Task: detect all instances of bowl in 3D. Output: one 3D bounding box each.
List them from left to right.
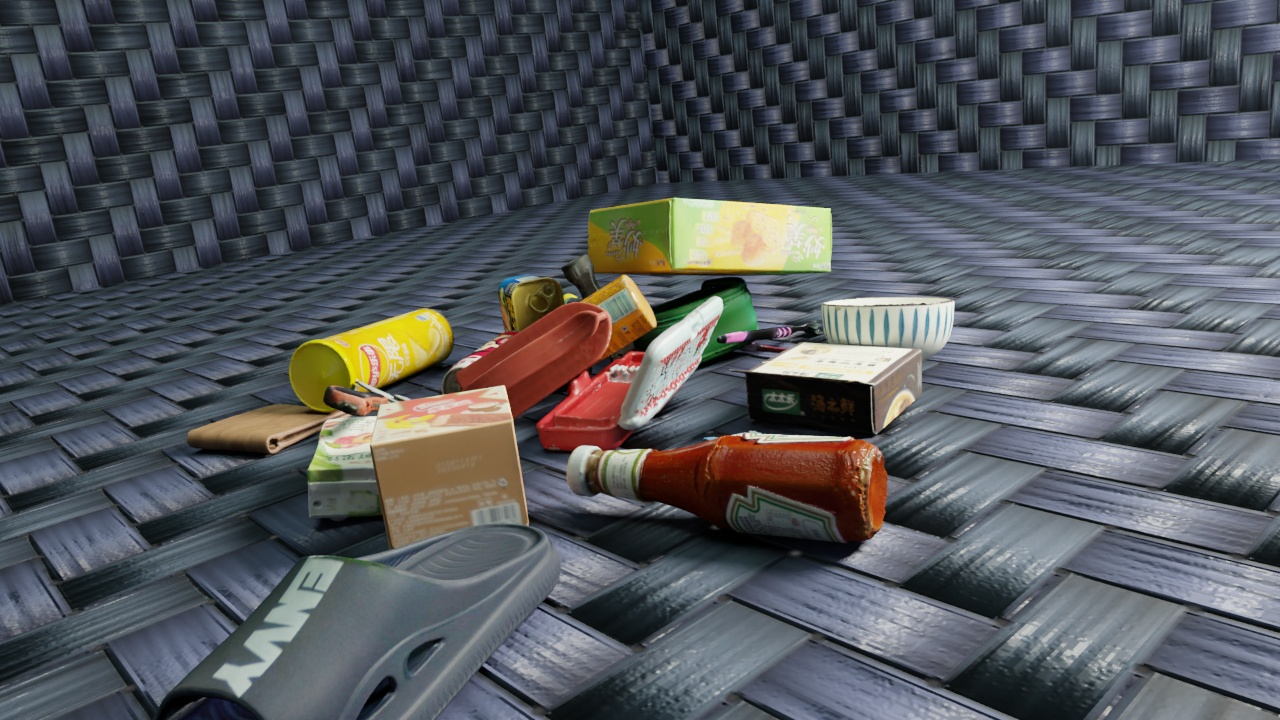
[{"bbox_3d":[0.224,-0.022,0.833,0.116,0.066,0.116,-2,7,0],"label":"bowl"}]

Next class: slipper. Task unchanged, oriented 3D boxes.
[{"bbox_3d":[-0.136,0.122,0.443,0.111,0.083,0.267,-1,14,28],"label":"slipper"}]

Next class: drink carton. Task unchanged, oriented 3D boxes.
[{"bbox_3d":[-0.220,0.081,0.698,0.053,0.045,0.122,0,14,-14],"label":"drink carton"}]

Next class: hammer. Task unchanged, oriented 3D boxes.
[{"bbox_3d":[-0.060,-0.052,1.052,0.032,0.126,0.323,-29,7,-7],"label":"hammer"}]

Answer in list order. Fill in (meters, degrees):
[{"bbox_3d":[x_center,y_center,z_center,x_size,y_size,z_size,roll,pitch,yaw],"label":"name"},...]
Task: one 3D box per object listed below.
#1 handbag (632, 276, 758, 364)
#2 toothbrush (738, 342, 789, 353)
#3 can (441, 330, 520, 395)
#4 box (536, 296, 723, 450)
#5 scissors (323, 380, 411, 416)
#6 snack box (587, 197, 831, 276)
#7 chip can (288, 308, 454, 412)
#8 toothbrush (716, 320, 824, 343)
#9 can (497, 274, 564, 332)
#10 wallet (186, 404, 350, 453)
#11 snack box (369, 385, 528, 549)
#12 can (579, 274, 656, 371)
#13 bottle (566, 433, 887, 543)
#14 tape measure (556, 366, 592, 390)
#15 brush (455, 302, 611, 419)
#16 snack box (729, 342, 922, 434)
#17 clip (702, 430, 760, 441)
[{"bbox_3d":[0.049,-0.045,0.968,0.131,0.068,0.120,-22,23,-16],"label":"handbag"},{"bbox_3d":[0.111,-0.017,0.979,0.017,0.016,0.188,-10,13,-42],"label":"toothbrush"},{"bbox_3d":[-0.148,0.011,0.913,0.053,0.053,0.132,-3,15,15],"label":"can"},{"bbox_3d":[0.004,0.015,0.805,0.155,0.074,0.200,-33,3,25],"label":"box"},{"bbox_3d":[-0.206,0.040,0.786,0.226,0.015,0.188,17,-2,39],"label":"scissors"},{"bbox_3d":[0.072,-0.125,0.960,0.209,0.070,0.158,-2,4,-33],"label":"snack box"},{"bbox_3d":[-0.280,-0.006,0.979,0.072,0.072,0.213,-2,12,17],"label":"chip can"},{"bbox_3d":[0.142,-0.028,0.958,0.018,0.014,0.188,19,18,41],"label":"toothbrush"},{"bbox_3d":[-0.119,-0.043,1.017,0.057,0.102,0.083,-13,13,-19],"label":"can"},{"bbox_3d":[-0.355,0.063,0.884,0.101,0.020,0.115,1,14,23],"label":"wallet"},{"bbox_3d":[-0.131,0.071,0.635,0.092,0.077,0.094,-9,15,-9],"label":"snack box"},{"bbox_3d":[-0.059,-0.020,0.862,0.146,0.058,0.058,-31,12,9],"label":"can"},{"bbox_3d":[0.047,0.075,0.576,0.206,0.060,0.059,0,16,30],"label":"bottle"},{"bbox_3d":[-0.079,0.008,0.927,0.057,0.039,0.057,3,13,33],"label":"tape measure"},{"bbox_3d":[-0.089,0.000,0.800,0.146,0.063,0.069,-33,-4,6],"label":"brush"},{"bbox_3d":[0.154,0.019,0.750,0.113,0.053,0.125,5,19,37],"label":"snack box"},{"bbox_3d":[0.072,0.065,0.686,0.058,0.043,0.027,-15,15,-42],"label":"clip"}]
